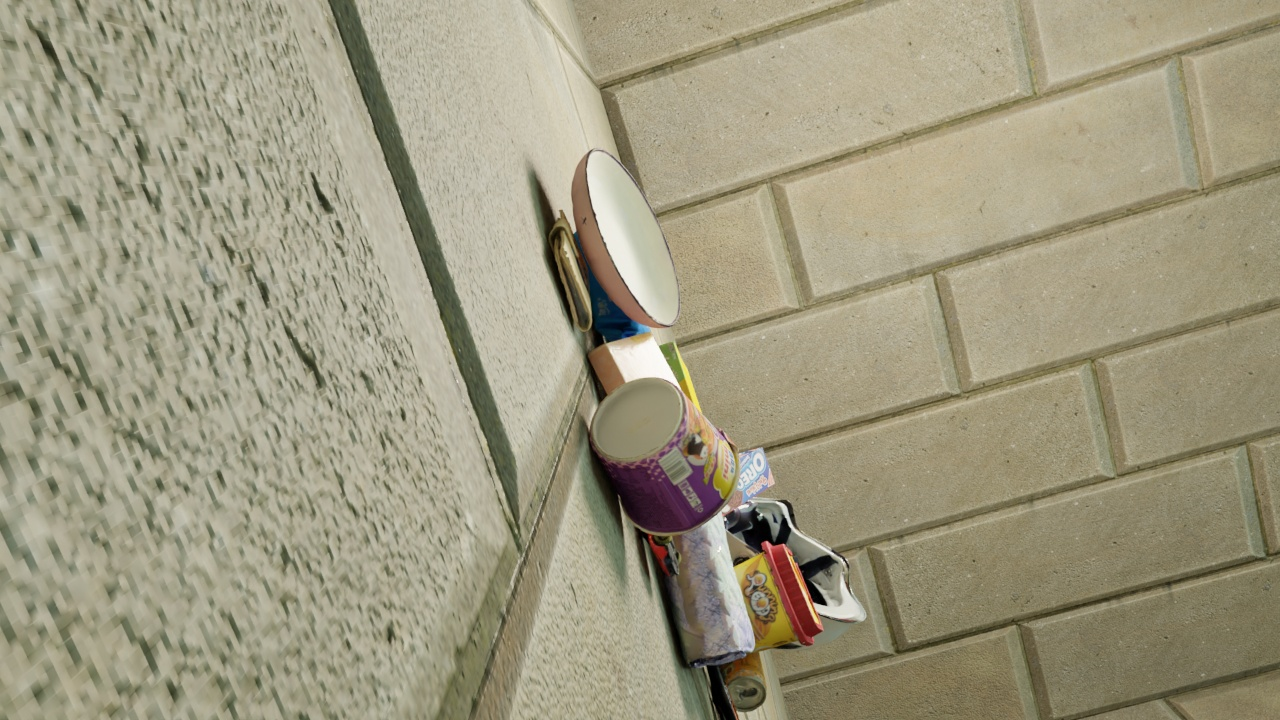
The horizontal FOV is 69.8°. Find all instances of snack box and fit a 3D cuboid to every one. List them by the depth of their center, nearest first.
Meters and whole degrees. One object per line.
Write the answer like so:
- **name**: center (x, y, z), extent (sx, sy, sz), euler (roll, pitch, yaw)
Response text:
- **snack box**: center (0.015, 0.051, 0.883), extent (0.084, 0.026, 0.157), euler (-19, 80, -57)
- **snack box**: center (0.097, 0.160, 1.145), extent (0.207, 0.058, 0.057), euler (-14, 84, -58)
- **snack box**: center (0.057, 0.096, 1.320), extent (0.158, 0.070, 0.210), euler (58, 13, -72)

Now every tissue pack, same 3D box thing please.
- **tissue pack**: center (-0.032, -0.076, 1.013), extent (0.095, 0.052, 0.157), euler (50, 24, -74)

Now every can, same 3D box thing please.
- **can**: center (0.134, 0.407, 1.247), extent (0.146, 0.058, 0.058), euler (-92, 165, -71)

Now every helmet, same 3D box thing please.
- **helmet**: center (0.167, 0.302, 1.252), extent (0.228, 0.146, 0.258), euler (12, 30, -51)

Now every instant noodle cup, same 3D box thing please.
- **instant noodle cup**: center (0.014, 0.073, 0.757), extent (0.111, 0.112, 0.099), euler (-102, 164, -45)
- **instant noodle cup**: center (0.127, 0.279, 1.035), extent (0.116, 0.124, 0.116), euler (50, 18, -66)

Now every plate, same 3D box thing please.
- **plate**: center (-0.020, -0.117, 0.925), extent (0.192, 0.039, 0.192), euler (52, 26, -38)

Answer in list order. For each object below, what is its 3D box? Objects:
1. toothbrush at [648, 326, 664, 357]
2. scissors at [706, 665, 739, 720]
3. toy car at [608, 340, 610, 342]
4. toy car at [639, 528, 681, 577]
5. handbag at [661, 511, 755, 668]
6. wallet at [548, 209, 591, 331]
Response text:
- **toothbrush**: center (-0.011, -0.070, 1.295), extent (0.212, 0.027, 0.026), euler (-113, -161, -44)
- **scissors**: center (0.080, 0.355, 1.074), extent (0.162, 0.022, 0.233), euler (70, -1, -66)
- **toy car**: center (-0.006, 0.006, 1.083), extent (0.053, 0.045, 0.120), euler (-38, 113, -83)
- **toy car**: center (0.014, 0.155, 0.864), extent (0.049, 0.031, 0.106), euler (67, 4, -48)
- **handbag**: center (0.061, 0.214, 0.950), extent (0.134, 0.075, 0.193), euler (61, 13, -68)
- **wallet**: center (-0.065, -0.088, 0.854), extent (0.115, 0.024, 0.087), euler (-97, 174, -63)
